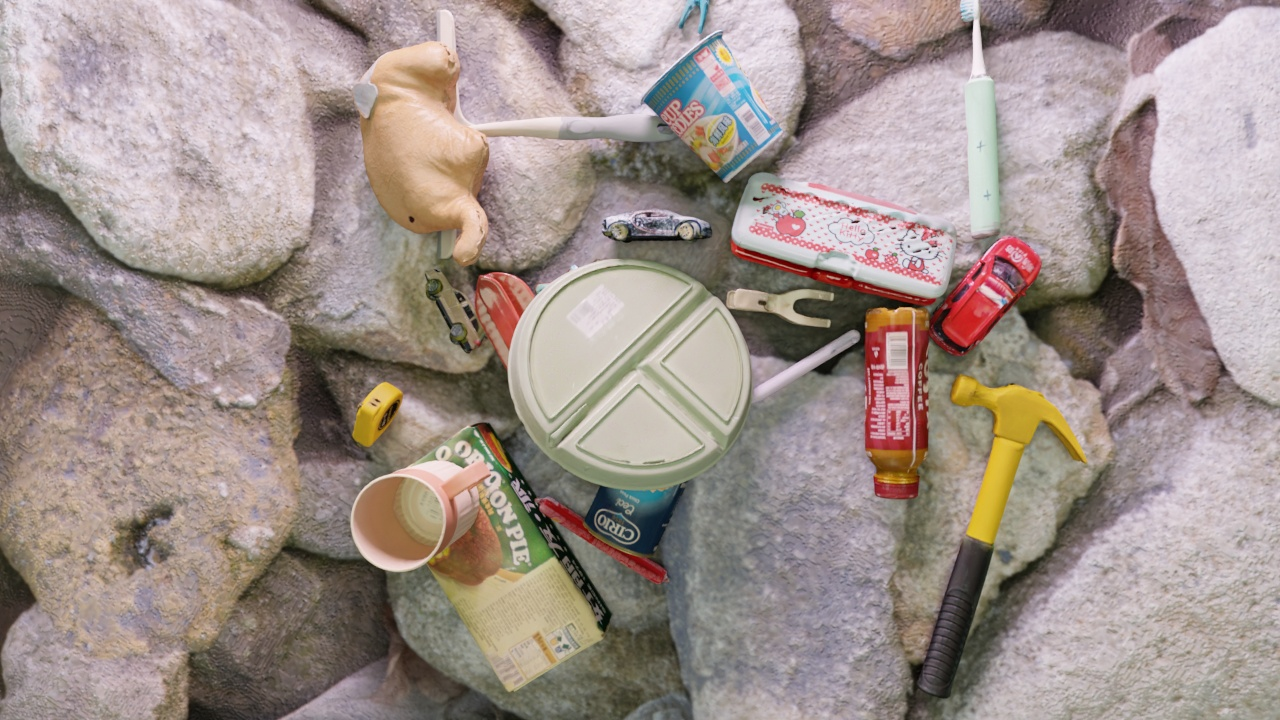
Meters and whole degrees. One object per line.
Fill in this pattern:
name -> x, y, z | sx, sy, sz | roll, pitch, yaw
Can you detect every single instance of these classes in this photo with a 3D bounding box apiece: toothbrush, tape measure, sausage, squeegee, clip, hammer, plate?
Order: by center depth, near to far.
plate -> -0.005, 0.005, 0.837 | 0.230, 0.028, 0.229 | 4, 67, -10
toothbrush -> 0.313, -0.224, 0.844 | 0.027, 0.026, 0.224 | -2, 92, 29
hammer -> 0.317, 0.169, 0.856 | 0.129, 0.033, 0.301 | 17, 94, 7
clip -> 0.132, -0.052, 0.870 | 0.098, 0.064, 0.034 | 5, 94, -1
clip -> 0.056, -0.342, 0.878 | 0.041, 0.014, 0.056 | 18, 96, 5
toothbrush -> 0.127, 0.022, 0.881 | 0.189, 0.021, 0.029 | -30, 126, 6
squeegee -> -0.085, -0.222, 0.887 | 0.247, 0.039, 0.246 | 1, 92, 7
sausage -> -0.037, 0.176, 0.898 | 0.156, 0.020, 0.020 | 33, 95, -3
tape measure -> -0.262, 0.049, 0.909 | 0.029, 0.057, 0.060 | 32, 135, 3

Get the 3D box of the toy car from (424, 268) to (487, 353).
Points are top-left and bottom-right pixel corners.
toy car -> -0.184, -0.051, 0.905 | 0.035, 0.042, 0.090 | -32, 93, -15

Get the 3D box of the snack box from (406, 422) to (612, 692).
snack box -> -0.140, 0.189, 0.897 | 0.114, 0.063, 0.240 | -34, 88, 7

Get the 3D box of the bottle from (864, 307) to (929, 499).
bottle -> 0.237, 0.039, 0.848 | 0.057, 0.057, 0.175 | 0, 92, 7

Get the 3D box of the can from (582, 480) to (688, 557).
can -> 0.002, 0.120, 0.871 | 0.075, 0.075, 0.111 | 25, 94, 5

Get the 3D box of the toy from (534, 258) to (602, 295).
toy -> -0.053, -0.053, 0.892 | 0.096, 0.030, 0.092 | -5, 88, -9

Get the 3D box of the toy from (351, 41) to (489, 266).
toy -> -0.200, -0.183, 0.865 | 0.144, 0.082, 0.226 | -26, 80, 40

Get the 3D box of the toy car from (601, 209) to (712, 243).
toy car -> 0.016, -0.128, 0.873 | 0.105, 0.049, 0.031 | 2, 95, 6

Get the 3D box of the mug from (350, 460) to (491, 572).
mug -> -0.184, 0.125, 0.814 | 0.114, 0.106, 0.081 | -35, 87, 7

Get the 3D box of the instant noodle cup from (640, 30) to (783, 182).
instant noodle cup -> 0.072, -0.228, 0.845 | 0.099, 0.099, 0.110 | -40, 94, 7

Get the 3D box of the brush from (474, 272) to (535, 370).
brush -> -0.112, -0.021, 0.882 | 0.063, 0.069, 0.146 | -31, 88, 6

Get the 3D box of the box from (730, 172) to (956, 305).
box -> 0.187, -0.114, 0.844 | 0.201, 0.068, 0.090 | 16, 93, 7

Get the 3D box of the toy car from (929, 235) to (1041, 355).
toy car -> 0.317, -0.059, 0.842 | 0.053, 0.045, 0.120 | 38, 94, 3
